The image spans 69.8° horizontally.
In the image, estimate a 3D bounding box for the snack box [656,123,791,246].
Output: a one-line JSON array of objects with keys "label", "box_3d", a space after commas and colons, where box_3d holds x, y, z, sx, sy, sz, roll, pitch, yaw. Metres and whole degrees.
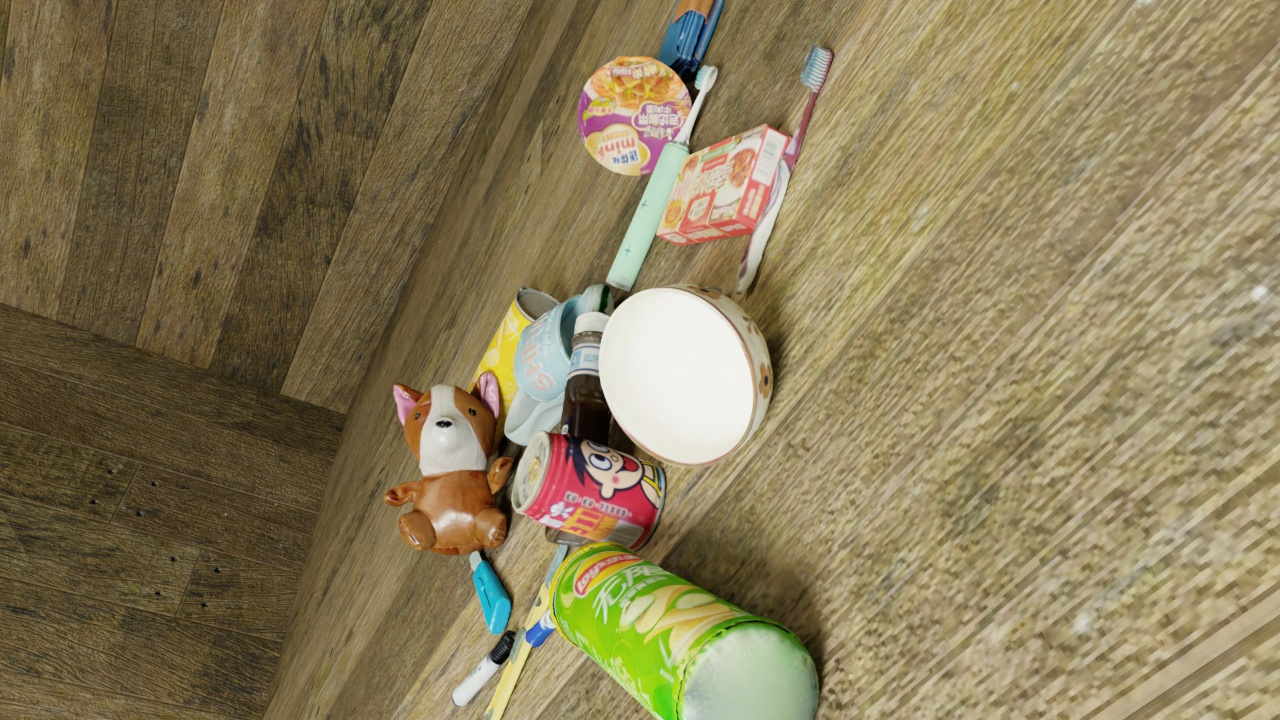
[{"label": "snack box", "box_3d": [0.062, -0.134, 0.726, 0.153, 0.025, 0.075, 9, 78, 70]}]

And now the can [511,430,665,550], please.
[{"label": "can", "box_3d": [-0.038, 0.092, 0.657, 0.067, 0.093, 0.066, -53, 26, 38]}]

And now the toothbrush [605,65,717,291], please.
[{"label": "toothbrush", "box_3d": [0.022, -0.170, 0.862, 0.027, 0.026, 0.224, 31, 101, 40]}]

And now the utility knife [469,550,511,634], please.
[{"label": "utility knife", "box_3d": [-0.162, 0.231, 0.954, 0.034, 0.018, 0.207, -70, 18, -1]}]

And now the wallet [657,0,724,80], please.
[{"label": "wallet", "box_3d": [0.051, -0.354, 0.960, 0.106, 0.040, 0.133, 173, 116, -73]}]

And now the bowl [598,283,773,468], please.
[{"label": "bowl", "box_3d": [0.036, 0.005, 0.573, 0.062, 0.113, 0.114, -24, -26, -52]}]

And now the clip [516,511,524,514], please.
[{"label": "clip", "box_3d": [-0.085, 0.123, 0.822, 0.105, 0.034, 0.080, 149, 137, -68]}]

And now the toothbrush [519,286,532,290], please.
[{"label": "toothbrush", "box_3d": [-0.197, -0.001, 1.263, 0.027, 0.026, 0.221, 42, 114, 32]}]

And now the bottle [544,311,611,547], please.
[{"label": "bottle", "box_3d": [-0.046, 0.052, 0.760, 0.080, 0.044, 0.194, 121, 157, -61]}]

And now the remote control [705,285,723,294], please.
[{"label": "remote control", "box_3d": [0.028, 0.005, 0.677, 0.049, 0.024, 0.125, 2, 73, 69]}]

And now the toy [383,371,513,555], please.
[{"label": "toy", "box_3d": [-0.209, 0.110, 1.000, 0.131, 0.140, 0.199, 104, 163, -66]}]

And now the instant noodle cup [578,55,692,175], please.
[{"label": "instant noodle cup", "box_3d": [-0.004, -0.250, 0.912, 0.112, 0.111, 0.099, -60, 12, 23]}]

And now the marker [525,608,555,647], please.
[{"label": "marker", "box_3d": [-0.054, 0.186, 0.721, 0.146, 0.017, 0.016, -53, 25, 37]}]

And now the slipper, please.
[{"label": "slipper", "box_3d": [-0.094, 0.003, 0.924, 0.246, 0.074, 0.103, -49, 27, 47]}]

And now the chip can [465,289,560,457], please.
[{"label": "chip can", "box_3d": [-0.159, 0.019, 1.078, 0.214, 0.072, 0.072, -57, 23, 30]}]

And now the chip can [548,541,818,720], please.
[{"label": "chip can", "box_3d": [0.013, 0.152, 0.500, 0.221, 0.072, 0.072, -1, 69, 69]}]

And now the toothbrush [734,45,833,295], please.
[{"label": "toothbrush", "box_3d": [0.098, -0.135, 0.644, 0.187, 0.017, 0.016, -70, 19, -4]}]

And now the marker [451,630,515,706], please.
[{"label": "marker", "box_3d": [-0.146, 0.289, 0.855, 0.131, 0.018, 0.022, -52, 17, 38]}]

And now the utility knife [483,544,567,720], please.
[{"label": "utility knife", "box_3d": [-0.097, 0.238, 0.790, 0.195, 0.020, 0.031, -63, 26, 4]}]
